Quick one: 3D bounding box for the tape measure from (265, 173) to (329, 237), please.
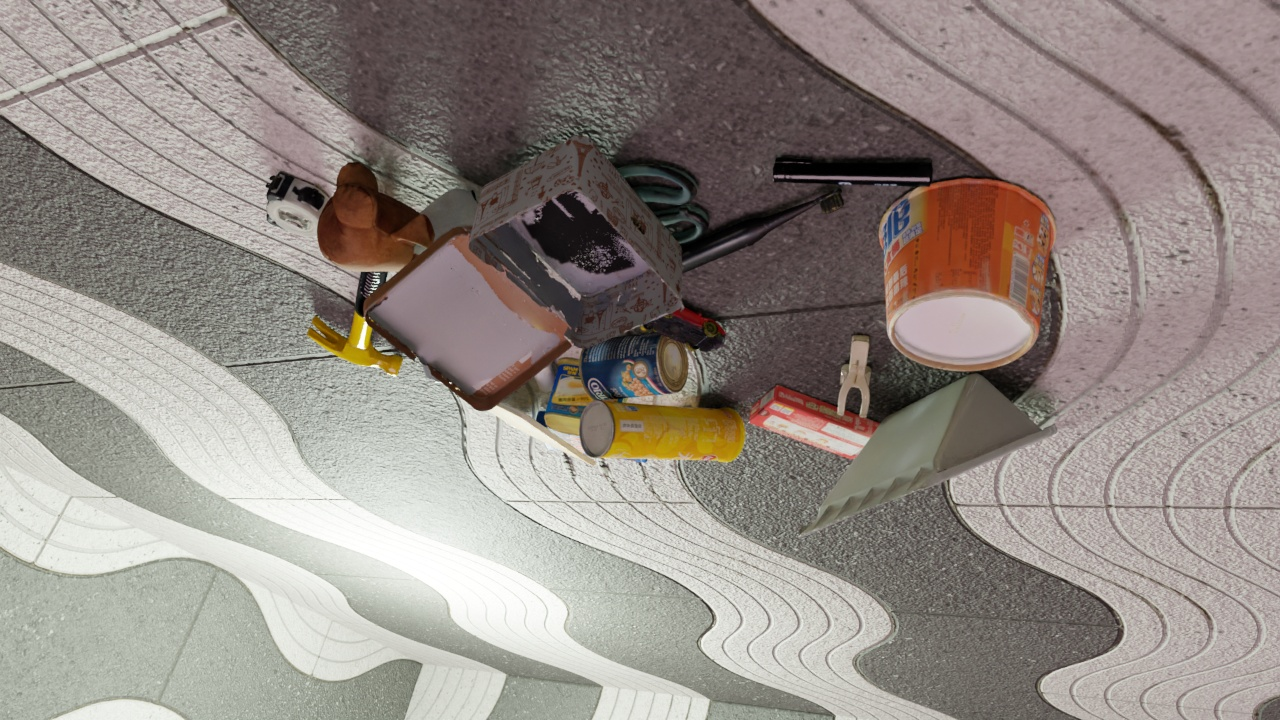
[{"bbox_3d":[-0.367,-0.164,0.988,0.066,0.033,0.066,20,152,-10],"label":"tape measure"}]

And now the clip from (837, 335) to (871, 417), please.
[{"bbox_3d":[0.241,0.025,1.024,0.035,0.096,0.101,8,161,11],"label":"clip"}]

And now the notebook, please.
[{"bbox_3d":[-0.167,0.085,1.268,0.146,0.010,0.206,39,166,-37],"label":"notebook"}]

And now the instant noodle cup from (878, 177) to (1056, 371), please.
[{"bbox_3d":[0.280,-0.068,0.798,0.151,0.111,0.152,10,150,6],"label":"instant noodle cup"}]

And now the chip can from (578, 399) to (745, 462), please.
[{"bbox_3d":[0.031,0.090,1.137,0.213,0.072,0.072,5,160,-38],"label":"chip can"}]

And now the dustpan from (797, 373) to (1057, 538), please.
[{"bbox_3d":[0.344,0.129,1.032,0.142,0.257,0.223,43,146,-3],"label":"dustpan"}]

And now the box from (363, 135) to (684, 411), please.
[{"bbox_3d":[-0.111,-0.071,0.872,0.262,0.102,0.178,-24,133,26],"label":"box"}]

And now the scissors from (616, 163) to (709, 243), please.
[{"bbox_3d":[-0.025,-0.157,0.868,0.185,0.019,0.129,10,150,5],"label":"scissors"}]

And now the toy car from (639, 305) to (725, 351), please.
[{"bbox_3d":[0.046,-0.041,1.024,0.106,0.031,0.049,24,150,-15],"label":"toy car"}]

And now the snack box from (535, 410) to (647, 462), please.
[{"bbox_3d":[-0.069,0.112,1.341,0.157,0.026,0.085,6,150,13],"label":"snack box"}]

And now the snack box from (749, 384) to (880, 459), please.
[{"bbox_3d":[0.222,0.080,1.163,0.153,0.025,0.075,20,151,-10],"label":"snack box"}]

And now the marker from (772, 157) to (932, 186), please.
[{"bbox_3d":[0.179,-0.160,0.778,0.132,0.020,0.022,5,120,17],"label":"marker"}]

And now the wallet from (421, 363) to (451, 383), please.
[{"bbox_3d":[-0.226,-0.008,1.195,0.130,0.036,0.107,6,139,12],"label":"wallet"}]

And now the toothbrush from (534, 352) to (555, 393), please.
[{"bbox_3d":[-0.135,-0.019,1.133,0.026,0.026,0.221,20,156,17],"label":"toothbrush"}]

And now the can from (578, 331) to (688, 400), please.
[{"bbox_3d":[-0.006,0.006,1.084,0.111,0.075,0.075,-7,145,31],"label":"can"}]

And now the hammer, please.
[{"bbox_3d":[-0.345,-0.065,1.150,0.128,0.032,0.302,20,150,-13],"label":"hammer"}]

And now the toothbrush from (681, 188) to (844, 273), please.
[{"bbox_3d":[0.101,-0.120,0.870,0.213,0.027,0.026,-18,175,43],"label":"toothbrush"}]

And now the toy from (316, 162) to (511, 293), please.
[{"bbox_3d":[-0.217,-0.126,0.926,0.199,0.140,0.131,28,106,-26],"label":"toy"}]

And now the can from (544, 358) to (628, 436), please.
[{"bbox_3d":[-0.067,0.051,1.178,0.102,0.083,0.057,9,151,9],"label":"can"}]
